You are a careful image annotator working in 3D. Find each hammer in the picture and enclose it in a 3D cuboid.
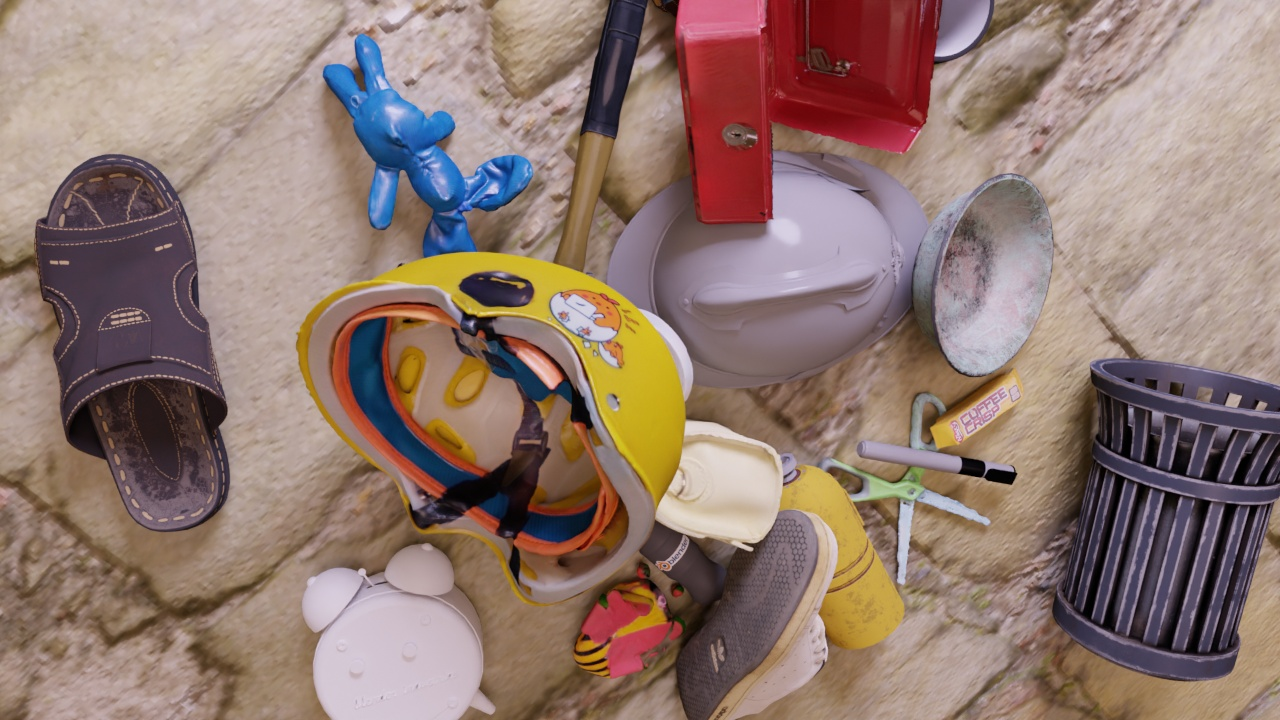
[{"bbox_3d":[-0.024,-0.183,0.641,0.025,0.118,0.333,12,93,-16],"label":"hammer"}]

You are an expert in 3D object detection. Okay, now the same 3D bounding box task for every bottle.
[{"bbox_3d":[0.026,0.155,0.746,0.110,0.036,0.036,44,91,-15],"label":"bottle"},{"bbox_3d":[0.150,0.149,0.750,0.071,0.071,0.164,-31,105,-3],"label":"bottle"}]

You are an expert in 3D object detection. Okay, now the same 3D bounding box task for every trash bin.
[{"bbox_3d":[0.435,0.129,0.754,0.164,0.164,0.227,3,104,-11],"label":"trash bin"}]

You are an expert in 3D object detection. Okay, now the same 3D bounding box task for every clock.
[{"bbox_3d":[-0.185,0.228,0.704,0.125,0.073,0.161,-16,103,-7],"label":"clock"}]

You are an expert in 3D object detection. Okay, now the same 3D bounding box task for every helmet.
[{"bbox_3d":[-0.075,0.018,0.577,0.240,0.139,0.210,33,133,9],"label":"helmet"},{"bbox_3d":[0.116,-0.061,0.677,0.271,0.117,0.183,-12,103,-9],"label":"helmet"}]

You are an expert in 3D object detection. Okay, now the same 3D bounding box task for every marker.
[{"bbox_3d":[0.248,0.085,0.769,0.140,0.016,0.016,10,99,-11],"label":"marker"}]

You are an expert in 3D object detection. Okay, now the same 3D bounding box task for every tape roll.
[{"bbox_3d":[-0.004,0.004,0.692,0.093,0.013,0.093,17,125,26],"label":"tape roll"}]

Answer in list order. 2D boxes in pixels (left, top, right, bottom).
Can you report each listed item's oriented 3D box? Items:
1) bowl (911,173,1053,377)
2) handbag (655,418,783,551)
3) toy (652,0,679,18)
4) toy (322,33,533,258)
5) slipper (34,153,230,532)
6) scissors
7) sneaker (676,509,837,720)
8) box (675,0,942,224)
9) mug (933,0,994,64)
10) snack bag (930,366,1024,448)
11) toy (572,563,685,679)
[{"bbox_3d":[0.263,-0.067,0.720,0.157,0.039,0.157,-11,109,-35],"label":"bowl"},{"bbox_3d":[0.034,0.086,0.691,0.111,0.119,0.081,10,91,-13],"label":"handbag"},{"bbox_3d":[0.059,-0.283,0.667,0.103,0.071,0.090,13,85,-35],"label":"toy"},{"bbox_3d":[-0.150,-0.147,0.641,0.113,0.071,0.176,-33,105,9],"label":"toy"},{"bbox_3d":[-0.345,-0.004,0.628,0.113,0.076,0.268,-7,102,-9],"label":"slipper"},{"bbox_3d":[0.232,0.108,0.785,0.171,0.022,0.174,19,92,-15],"label":"scissors"},{"bbox_3d":[0.111,0.210,0.713,0.102,0.088,0.242,6,132,-20],"label":"sneaker"},{"bbox_3d":[0.088,-0.185,0.602,0.168,0.154,0.157,-49,148,-25],"label":"box"},{"bbox_3d":[0.181,-0.252,0.665,0.113,0.088,0.078,-2,101,-10],"label":"mug"},{"bbox_3d":[0.285,0.040,0.771,0.099,0.020,0.026,-30,104,-15],"label":"snack bag"},{"bbox_3d":[-0.012,0.219,0.751,0.084,0.046,0.103,36,96,-34],"label":"toy"}]
